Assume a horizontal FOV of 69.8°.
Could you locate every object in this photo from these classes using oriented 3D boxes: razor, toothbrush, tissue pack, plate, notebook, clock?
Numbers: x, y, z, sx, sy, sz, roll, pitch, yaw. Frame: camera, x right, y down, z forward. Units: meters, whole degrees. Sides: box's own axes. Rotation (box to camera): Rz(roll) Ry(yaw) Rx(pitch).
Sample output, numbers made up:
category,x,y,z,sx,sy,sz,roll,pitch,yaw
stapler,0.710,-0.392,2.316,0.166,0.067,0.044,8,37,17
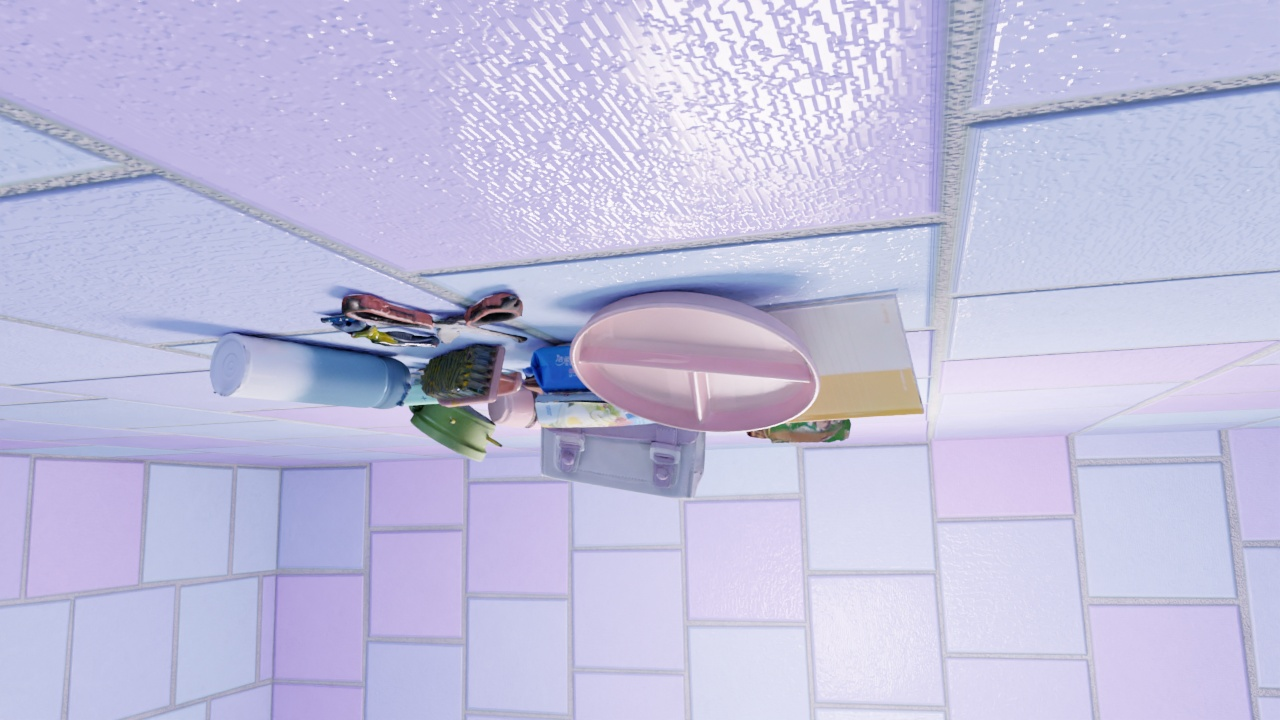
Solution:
category,x,y,z,sx,sy,sz,roll,pitch,yaw
razor,-0.241,-0.024,0.884,0.043,0.022,0.142,-3,171,25
toothbrush,-0.244,0.040,1.156,0.225,0.027,0.026,-5,-160,33
tissue pack,-0.051,0.010,1.021,0.157,0.052,0.095,-1,173,-4
plate,0.050,0.004,0.845,0.229,0.028,0.230,9,151,5
notebook,0.152,0.005,0.873,0.207,0.010,0.146,-5,130,26
clock,-0.269,0.085,1.306,0.116,0.056,0.161,34,175,-37

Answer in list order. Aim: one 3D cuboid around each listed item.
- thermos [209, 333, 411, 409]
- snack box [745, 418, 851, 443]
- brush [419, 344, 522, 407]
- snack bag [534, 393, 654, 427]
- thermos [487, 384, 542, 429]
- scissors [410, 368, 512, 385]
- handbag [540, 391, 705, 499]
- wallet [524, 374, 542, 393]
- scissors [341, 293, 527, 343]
category,x,y,z,sx,sy,sz,roll,pitch,yaw
thermos,-0.345,0.016,0.988,0.070,0.070,0.220,-7,170,34
snack box,0.160,0.025,1.006,0.117,0.118,0.105,0,-176,-4
brush,-0.197,0.023,1.051,0.073,0.063,0.146,18,162,-34
snack bag,-0.014,0.051,1.000,0.191,0.038,0.110,-3,160,4
thermos,-0.131,0.066,1.354,0.198,0.067,0.087,5,-161,-37
scissors,-0.254,0.026,1.210,0.172,0.019,0.179,3,171,-35
handbag,-0.020,0.083,1.119,0.197,0.145,0.098,6,-160,13
wallet,-0.095,0.033,1.241,0.101,0.032,0.124,0,171,10
scissors,-0.176,-0.036,0.832,0.188,0.015,0.223,2,170,-23
